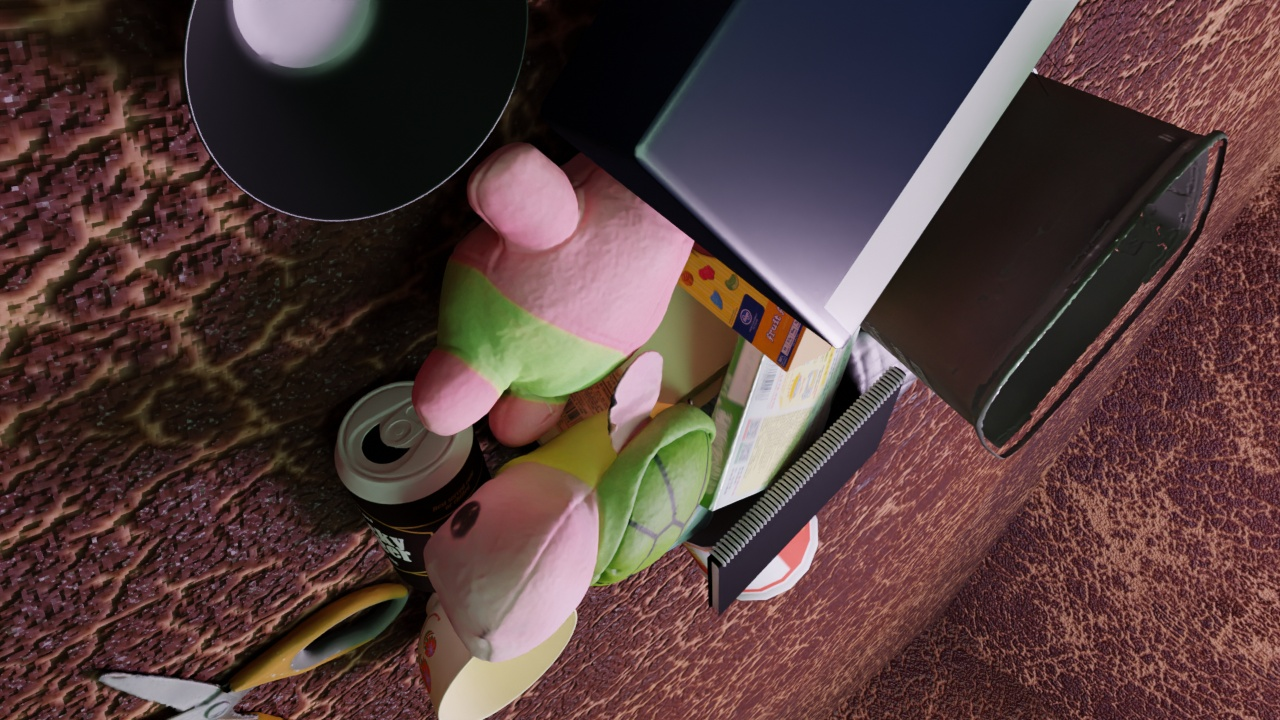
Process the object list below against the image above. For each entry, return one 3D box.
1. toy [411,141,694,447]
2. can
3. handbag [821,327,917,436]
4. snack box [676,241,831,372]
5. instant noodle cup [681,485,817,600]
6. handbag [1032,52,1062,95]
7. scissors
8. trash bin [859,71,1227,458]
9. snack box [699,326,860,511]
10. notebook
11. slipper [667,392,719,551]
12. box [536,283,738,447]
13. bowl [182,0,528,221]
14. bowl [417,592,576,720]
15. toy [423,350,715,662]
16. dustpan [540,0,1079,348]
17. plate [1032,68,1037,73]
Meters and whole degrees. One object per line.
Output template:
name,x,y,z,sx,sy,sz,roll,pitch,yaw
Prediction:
toy,-0.021,-0.062,0.452,0.237,0.097,0.192,-51,164,4
can,-0.119,0.074,0.511,0.071,0.072,0.129,-35,149,-21
handbag,0.154,0.002,0.797,0.125,0.114,0.154,10,130,-39
snack box,0.064,-0.069,0.526,0.040,0.126,0.088,-23,143,-38
instant noodle cup,0.086,0.142,0.835,0.123,0.123,0.121,-46,144,-4
handbag,0.151,-0.216,0.474,0.068,0.145,0.170,-3,102,-62
scissors,-0.247,0.217,0.572,0.224,0.016,0.226,-21,142,-38
trash bin,0.196,-0.088,0.582,0.197,0.220,0.197,-51,151,6
snack box,0.099,0.028,0.647,0.167,0.027,0.132,-6,116,-58
notebook,0.128,0.107,0.724,0.206,0.016,0.149,-42,156,-17
slipper,0.017,0.090,0.690,0.244,0.104,0.074,-32,145,-35
box,0.000,0.012,0.628,0.187,0.091,0.083,-34,-177,-22
bowl,-0.104,-0.115,0.316,0.123,0.052,0.124,-33,148,-24
bowl,-0.115,0.193,0.661,0.117,0.074,0.118,-33,148,-24
toy,-0.024,0.079,0.505,0.190,0.087,0.237,-51,165,25
dustpan,0.059,-0.170,0.369,0.273,0.080,0.236,34,90,-45
plate,0.299,-0.168,0.837,0.208,0.015,0.209,-33,148,-24
